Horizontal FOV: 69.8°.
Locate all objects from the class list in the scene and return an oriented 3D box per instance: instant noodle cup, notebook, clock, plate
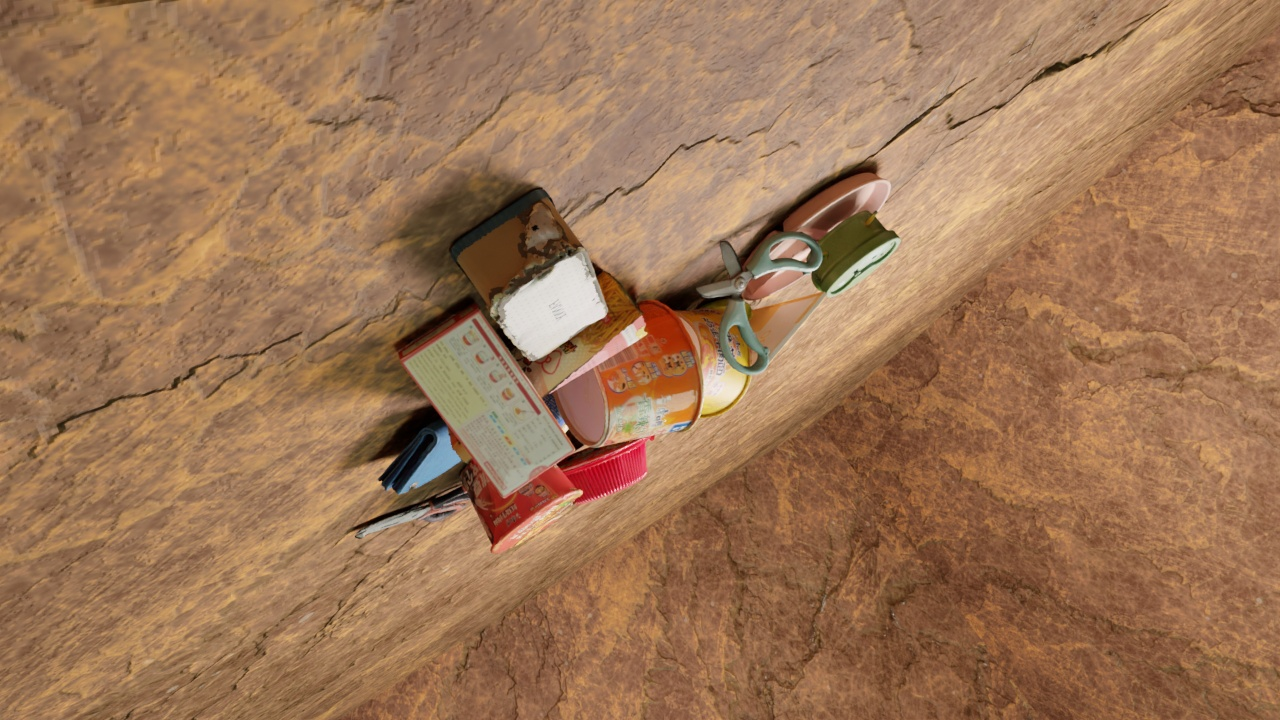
[{"bbox_3d":[0.051,-0.001,1.098,0.138,0.138,0.109,-41,156,22],"label":"instant noodle cup"},{"bbox_3d":[0.143,-0.028,1.219,0.145,0.010,0.207,-47,-165,-22],"label":"notebook"},{"bbox_3d":[-0.061,0.166,1.387,0.194,0.066,0.194,-21,-179,0],"label":"instant noodle cup"},{"bbox_3d":[0.272,-0.136,1.188,0.116,0.056,0.161,-36,165,6],"label":"clock"},{"bbox_3d":[0.216,-0.157,1.162,0.229,0.028,0.230,-32,165,-10],"label":"plate"},{"bbox_3d":[-0.162,0.167,1.185,0.137,0.108,0.138,-33,166,-9],"label":"instant noodle cup"},{"bbox_3d":[-0.020,0.020,0.972,0.111,0.151,0.152,-17,159,-30],"label":"instant noodle cup"}]

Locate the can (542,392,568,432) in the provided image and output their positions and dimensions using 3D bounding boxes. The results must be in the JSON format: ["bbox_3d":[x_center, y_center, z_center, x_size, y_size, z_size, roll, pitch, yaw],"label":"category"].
[{"bbox_3d":[-0.112,0.069,1.048,0.083,0.057,0.102,-49,176,-29],"label":"can"}]

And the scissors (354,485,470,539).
[{"bbox_3d":[-0.293,0.205,1.199,0.208,0.015,0.183,-28,165,-25],"label":"scissors"}]

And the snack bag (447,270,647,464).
[{"bbox_3d":[-0.093,0.004,0.858,0.208,0.073,0.128,-36,-155,-2],"label":"snack bag"}]

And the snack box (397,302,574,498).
[{"bbox_3d":[-0.127,0.036,0.773,0.077,0.156,0.027,-34,-155,-5],"label":"snack box"}]

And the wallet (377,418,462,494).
[{"bbox_3d":[-0.201,0.083,0.958,0.107,0.040,0.132,-45,171,31],"label":"wallet"}]

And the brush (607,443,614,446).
[{"bbox_3d":[-0.005,0.071,1.344,0.143,0.055,0.074,-29,166,-22],"label":"brush"}]

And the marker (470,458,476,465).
[{"bbox_3d":[-0.150,0.090,1.151,0.145,0.017,0.017,-29,165,-24],"label":"marker"}]

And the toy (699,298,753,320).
[{"bbox_3d":[0.113,-0.061,1.208,0.096,0.031,0.100,-4,170,-22],"label":"toy"}]

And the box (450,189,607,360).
[{"bbox_3d":[-0.081,-0.059,0.728,0.089,0.063,0.184,-33,168,-6],"label":"box"}]

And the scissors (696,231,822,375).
[{"bbox_3d":[0.145,-0.072,1.055,0.169,0.175,0.019,-25,-155,-18],"label":"scissors"}]
